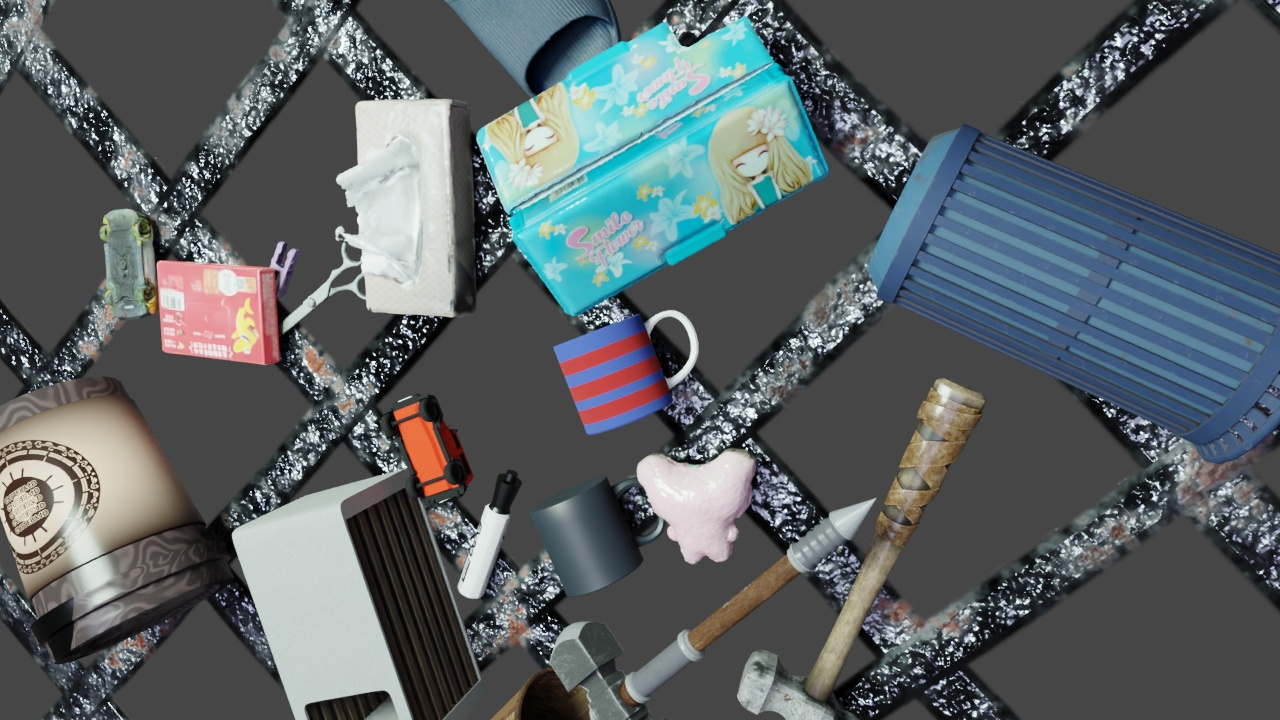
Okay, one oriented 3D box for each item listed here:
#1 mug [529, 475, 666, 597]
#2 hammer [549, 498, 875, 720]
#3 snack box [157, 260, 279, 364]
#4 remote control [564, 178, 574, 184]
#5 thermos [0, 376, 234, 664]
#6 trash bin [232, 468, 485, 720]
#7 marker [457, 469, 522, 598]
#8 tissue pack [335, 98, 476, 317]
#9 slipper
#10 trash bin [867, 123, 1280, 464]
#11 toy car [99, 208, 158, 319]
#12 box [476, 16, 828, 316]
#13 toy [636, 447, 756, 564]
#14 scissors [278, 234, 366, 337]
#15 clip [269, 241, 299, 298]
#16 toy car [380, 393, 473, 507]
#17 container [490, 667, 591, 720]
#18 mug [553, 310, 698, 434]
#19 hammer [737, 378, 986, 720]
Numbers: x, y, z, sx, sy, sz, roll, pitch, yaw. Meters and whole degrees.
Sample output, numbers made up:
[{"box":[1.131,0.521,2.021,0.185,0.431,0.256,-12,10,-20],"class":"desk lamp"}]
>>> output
[{"box":[-0.030,0.140,0.772,0.105,0.071,0.077,-24,92,-7],"class":"mug"},{"box":[0.065,0.206,0.726,0.323,0.043,0.156,-46,71,26],"class":"hammer"},{"box":[-0.399,-0.046,0.864,0.133,0.021,0.089,6,101,23],"class":"snack box"},{"box":[-0.053,-0.124,0.743,0.018,0.038,0.125,-5,98,18],"class":"remote control"},{"box":[-0.514,0.144,0.870,0.173,0.172,0.226,-31,83,19],"class":"thermos"},{"box":[-0.247,0.230,0.823,0.115,0.114,0.229,-16,94,19],"class":"trash bin"},{"box":[-0.134,0.155,0.824,0.025,0.025,0.126,24,105,12],"class":"marker"},{"box":[-0.198,-0.127,0.776,0.104,0.071,0.181,4,104,15],"class":"tissue pack"},{"box":[-0.113,-0.308,0.709,0.101,0.082,0.263,-38,86,17],"class":"slipper"},{"box":[0.286,-0.052,0.602,0.249,0.139,0.139,27,106,13],"class":"trash bin"},{"box":[-0.489,-0.092,0.886,0.048,0.033,0.105,-2,95,19],"class":"toy car"},{"box":[0.004,-0.154,0.677,0.227,0.083,0.172,-28,97,8],"class":"box"},{"box":[0.049,0.120,0.747,0.099,0.052,0.096,-6,100,17],"class":"toy"},{"box":[-0.295,-0.069,0.841,0.172,0.014,0.090,-14,97,16],"class":"scissors"},{"box":[-0.336,-0.086,0.852,0.037,0.013,0.053,42,106,6],"class":"clip"},{"box":[-0.186,0.078,0.814,0.051,0.048,0.100,-20,93,20],"class":"toy car"},{"box":[-0.105,0.370,0.803,0.168,0.132,0.132,-43,85,24],"class":"container"},{"box":[-0.005,0.004,0.740,0.112,0.075,0.076,-21,93,-8],"class":"mug"},{"box":[0.186,0.164,0.720,0.121,0.048,0.319,23,104,9],"class":"hammer"}]
